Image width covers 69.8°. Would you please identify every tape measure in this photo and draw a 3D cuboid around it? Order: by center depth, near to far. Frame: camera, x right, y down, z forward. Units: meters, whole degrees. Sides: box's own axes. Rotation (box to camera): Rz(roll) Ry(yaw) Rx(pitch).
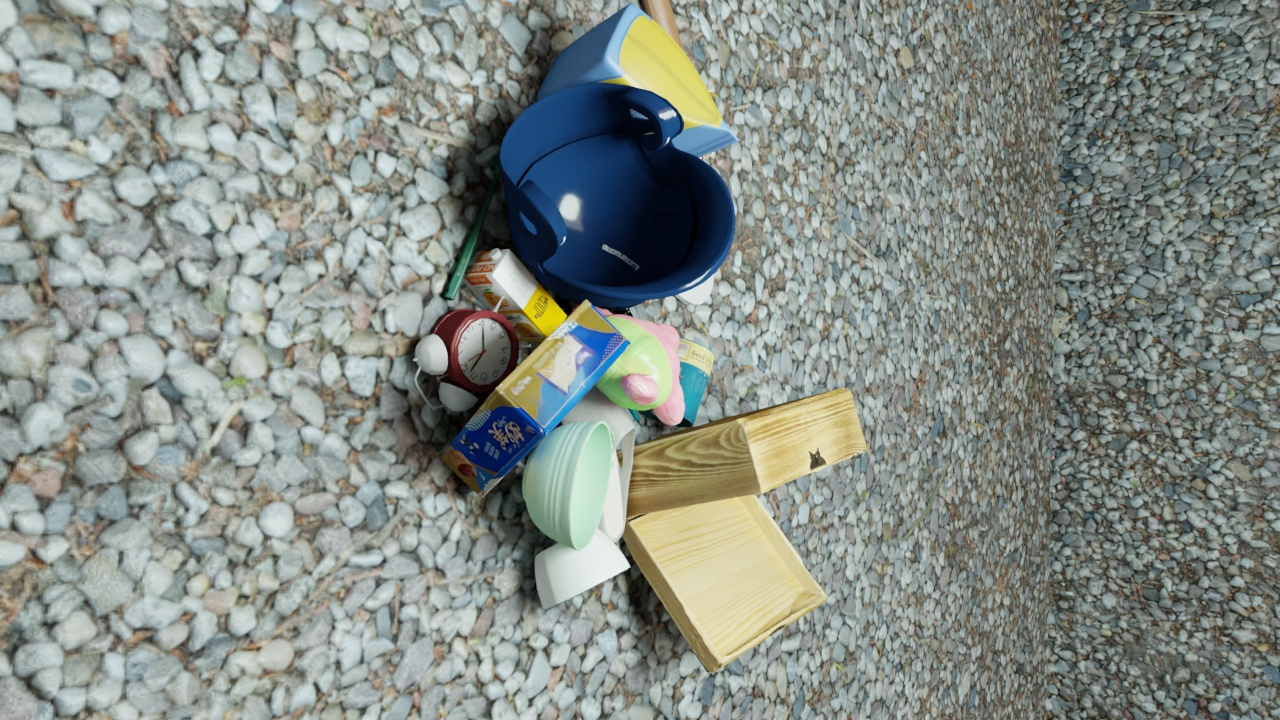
[{"bbox_3d":[-0.074,-0.078,1.155,0.061,0.034,0.061,23,75,-30],"label":"tape measure"}]

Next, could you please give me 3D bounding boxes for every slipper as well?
[{"bbox_3d":[-0.038,0.109,1.159,0.112,0.081,0.266,-26,111,-62],"label":"slipper"}]

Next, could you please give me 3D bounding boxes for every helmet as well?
[{"bbox_3d":[-0.023,-0.158,1.051,0.231,0.272,0.223,-47,151,-22],"label":"helmet"}]

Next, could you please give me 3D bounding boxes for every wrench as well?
[{"bbox_3d":[0.014,-0.095,1.281,0.272,0.018,0.087,-26,110,-45],"label":"wrench"}]

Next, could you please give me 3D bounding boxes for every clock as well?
[{"bbox_3d":[-0.190,-0.004,1.013,0.137,0.048,0.096,-45,123,-31],"label":"clock"}]

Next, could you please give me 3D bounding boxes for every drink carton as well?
[{"bbox_3d":[-0.148,-0.075,1.059,0.122,0.059,0.040,51,55,-37],"label":"drink carton"}]

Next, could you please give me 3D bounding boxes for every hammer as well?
[{"bbox_3d":[0.042,-0.422,1.291,0.157,0.037,0.301,-40,119,-41],"label":"hammer"}]

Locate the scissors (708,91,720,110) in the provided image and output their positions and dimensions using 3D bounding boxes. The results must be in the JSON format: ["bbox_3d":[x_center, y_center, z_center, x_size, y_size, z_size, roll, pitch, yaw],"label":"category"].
[{"bbox_3d":[0.032,-0.308,1.251,0.225,0.016,0.216,35,80,-32],"label":"scissors"}]

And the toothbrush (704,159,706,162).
[{"bbox_3d":[0.100,-0.227,1.377,0.012,0.017,0.187,-13,101,-63],"label":"toothbrush"}]

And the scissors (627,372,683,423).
[{"bbox_3d":[-0.007,0.009,1.209,0.124,0.019,0.154,-15,98,-15],"label":"scissors"}]

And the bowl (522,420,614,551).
[{"bbox_3d":[-0.088,0.137,1.053,0.150,0.077,0.151,10,89,-77],"label":"bowl"}]

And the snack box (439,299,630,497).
[{"bbox_3d":[-0.117,0.045,0.985,0.069,0.203,0.154,43,53,-3],"label":"snack box"}]

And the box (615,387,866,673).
[{"bbox_3d":[0.144,0.234,1.270,0.278,0.285,0.323,-13,88,-49],"label":"box"}]

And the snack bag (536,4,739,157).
[{"bbox_3d":[0.001,-0.312,1.127,0.205,0.159,0.102,35,64,-29],"label":"snack bag"}]

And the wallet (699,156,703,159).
[{"bbox_3d":[0.045,-0.315,1.277,0.115,0.018,0.091,8,96,-33],"label":"wallet"}]

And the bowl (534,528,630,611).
[{"bbox_3d":[-0.077,0.248,1.112,0.116,0.117,0.065,-15,74,-48],"label":"bowl"}]

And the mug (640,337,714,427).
[{"bbox_3d":[0.036,0.025,1.270,0.113,0.083,0.107,23,75,-18],"label":"mug"}]

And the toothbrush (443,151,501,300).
[{"bbox_3d":[-0.188,-0.155,1.043,0.017,0.016,0.189,37,64,-46],"label":"toothbrush"}]

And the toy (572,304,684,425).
[{"bbox_3d":[-0.004,-0.006,1.117,0.192,0.097,0.236,49,21,3],"label":"toy"}]

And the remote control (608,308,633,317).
[{"bbox_3d":[-0.043,-0.097,1.200,0.030,0.009,0.140,-41,111,-39],"label":"remote control"}]
